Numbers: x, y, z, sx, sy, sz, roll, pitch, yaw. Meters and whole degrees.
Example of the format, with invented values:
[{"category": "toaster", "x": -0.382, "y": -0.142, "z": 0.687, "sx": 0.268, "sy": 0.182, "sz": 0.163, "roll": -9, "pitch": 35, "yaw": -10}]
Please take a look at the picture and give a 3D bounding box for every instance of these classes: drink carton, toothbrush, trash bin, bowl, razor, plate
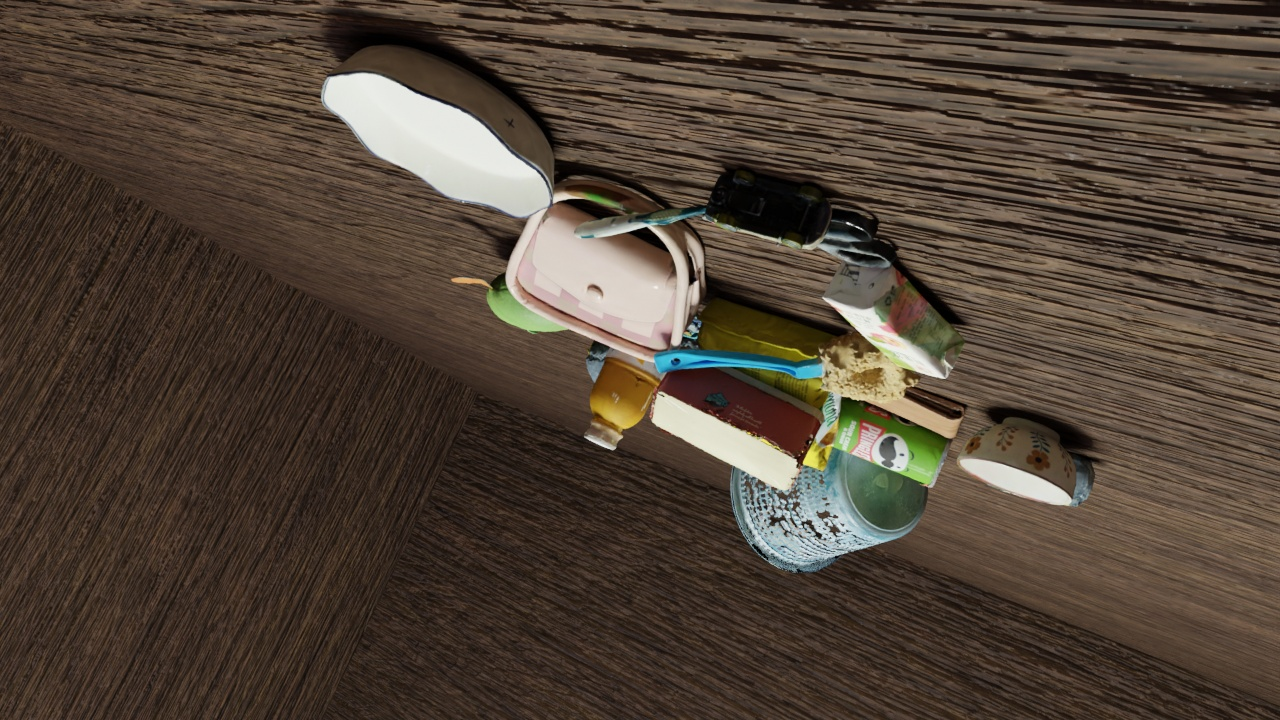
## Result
[{"category": "drink carton", "x": 0.204, "y": -0.034, "z": 0.730, "sx": 0.122, "sy": 0.045, "sz": 0.053, "roll": 33, "pitch": 173, "yaw": -37}, {"category": "toothbrush", "x": 0.017, "y": -0.114, "z": 0.739, "sx": 0.192, "sy": 0.016, "sz": 0.018, "roll": -2, "pitch": 164, "yaw": 41}, {"category": "trash bin", "x": 0.268, "y": 0.169, "z": 1.238, "sx": 0.226, "sy": 0.226, "sz": 0.196, "roll": 28, "pitch": 157, "yaw": -19}, {"category": "bowl", "x": 0.386, "y": 0.096, "z": 0.929, "sx": 0.113, "sy": 0.062, "sz": 0.113, "roll": 22, "pitch": 169, "yaw": 4}, {"category": "razor", "x": 0.021, "y": -0.043, "z": 1.128, "sx": 0.143, "sy": 0.022, "sz": 0.042, "roll": 3, "pitch": 156, "yaw": 41}, {"category": "plate", "x": -0.160, "y": -0.189, "z": 0.763, "sx": 0.205, "sy": 0.045, "sz": 0.205, "roll": 22, "pitch": 168, "yaw": 5}]

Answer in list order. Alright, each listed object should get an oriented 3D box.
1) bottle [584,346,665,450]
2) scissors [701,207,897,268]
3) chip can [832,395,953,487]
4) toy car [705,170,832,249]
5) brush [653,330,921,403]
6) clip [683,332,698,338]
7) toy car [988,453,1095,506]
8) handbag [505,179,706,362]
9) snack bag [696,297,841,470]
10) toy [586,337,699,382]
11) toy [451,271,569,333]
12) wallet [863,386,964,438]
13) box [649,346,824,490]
[{"category": "bottle", "x": -0.006, "y": 0.006, "z": 1.010, "sx": 0.068, "sy": 0.189, "sz": 0.068, "roll": 24, "pitch": 171, "yaw": 4}, {"category": "scissors", "x": 0.108, "y": -0.106, "z": 0.694, "sx": 0.172, "sy": 0.014, "sz": 0.145, "roll": 26, "pitch": 172, "yaw": 6}, {"category": "chip can", "x": 0.253, "y": 0.077, "z": 1.115, "sx": 0.236, "sy": 0.072, "sz": 0.072, "roll": 21, "pitch": 170, "yaw": 17}, {"category": "toy car", "x": 0.092, "y": -0.104, "z": 0.645, "sx": 0.090, "sy": 0.042, "sz": 0.035, "roll": 20, "pitch": 179, "yaw": 29}, {"category": "brush", "x": 0.135, "y": 0.003, "z": 0.878, "sx": 0.255, "sy": 0.045, "sz": 0.083, "roll": 2, "pitch": 139, "yaw": 21}, {"category": "clip", "x": 0.049, "y": -0.040, "z": 1.152, "sx": 0.056, "sy": 0.014, "sz": 0.041, "roll": 19, "pitch": 169, "yaw": 34}, {"category": "toy car", "x": 0.423, "y": 0.119, "z": 0.987, "sx": 0.036, "sy": 0.054, "sz": 0.121, "roll": 30, "pitch": 169, "yaw": -37}, {"category": "handbag", "x": -0.026, "y": -0.100, "z": 0.874, "sx": 0.193, "sy": 0.093, "sz": 0.235, "roll": 24, "pitch": 158, "yaw": 2}, {"category": "snack bag", "x": 0.139, "y": 0.037, "z": 1.015, "sx": 0.158, "sy": 0.068, "sz": 0.247, "roll": 20, "pitch": 152, "yaw": 20}, {"category": "toy", "x": -0.010, "y": 0.003, "z": 1.333, "sx": 0.138, "sy": 0.091, "sz": 0.357, "roll": -2, "pitch": 175, "yaw": -10}, {"category": "toy", "x": -0.122, "y": -0.079, "z": 1.136, "sx": 0.226, "sy": 0.090, "sz": 0.247, "roll": 14, "pitch": 179, "yaw": -27}, {"category": "wallet", "x": 0.300, "y": 0.050, "z": 1.021, "sx": 0.115, "sy": 0.020, "sz": 0.101, "roll": 24, "pitch": 171, "yaw": 19}, {"category": "box", "x": 0.094, "y": 0.067, "z": 0.949, "sx": 0.168, "sy": 0.079, "sz": 0.091, "roll": 26, "pitch": 152, "yaw": 12}]
